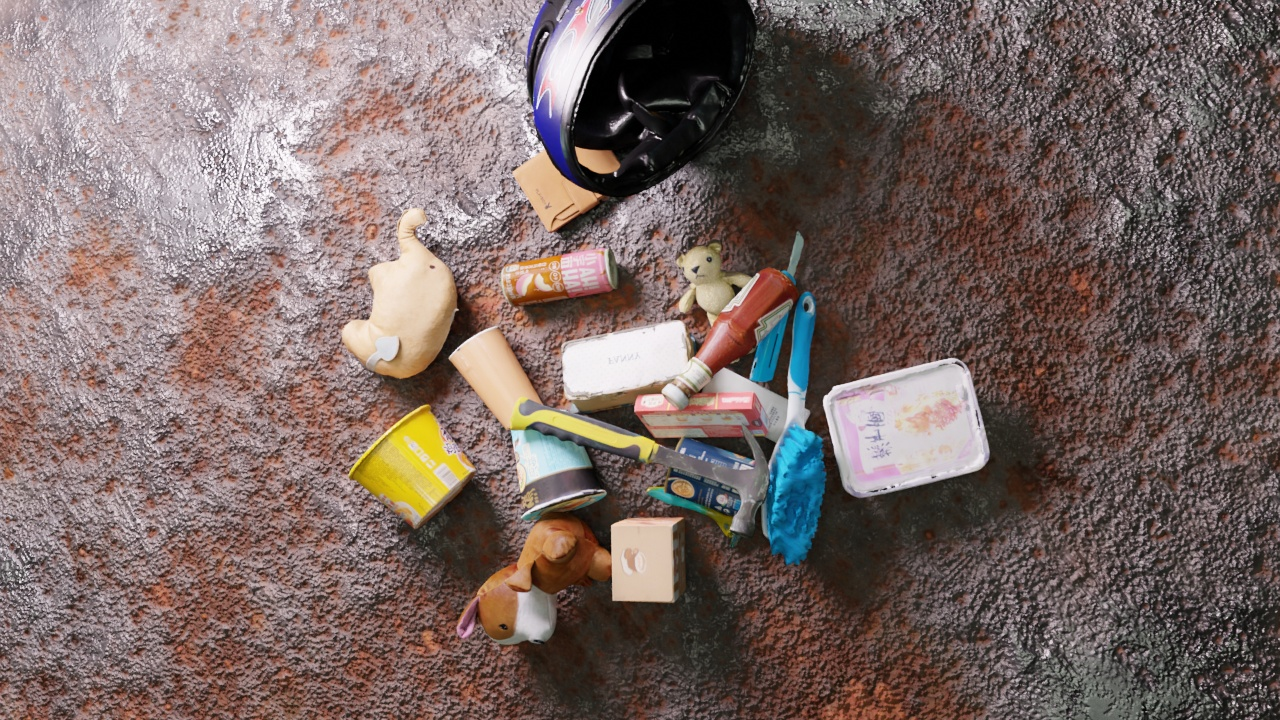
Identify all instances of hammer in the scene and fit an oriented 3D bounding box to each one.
[{"bbox_3d":[-0.002,0.104,1.105,0.323,0.032,0.126,17,74,12],"label":"hammer"}]

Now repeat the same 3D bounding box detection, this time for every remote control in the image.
[{"bbox_3d":[0.143,0.058,1.161,0.135,0.019,0.056,26,95,11],"label":"remote control"}]

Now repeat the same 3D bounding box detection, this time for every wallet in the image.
[{"bbox_3d":[-0.093,-0.246,1.228,0.132,0.031,0.108,-32,79,9],"label":"wallet"}]

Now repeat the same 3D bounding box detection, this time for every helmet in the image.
[{"bbox_3d":[-0.023,-0.357,1.110,0.315,0.247,0.240,-51,39,-4],"label":"helmet"}]

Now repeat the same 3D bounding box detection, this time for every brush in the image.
[{"bbox_3d":[0.188,0.079,1.099,0.060,0.109,0.315,7,101,-11],"label":"brush"}]

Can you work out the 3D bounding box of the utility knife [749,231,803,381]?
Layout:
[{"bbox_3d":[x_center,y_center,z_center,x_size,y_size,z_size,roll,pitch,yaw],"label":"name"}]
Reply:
[{"bbox_3d":[0.177,-0.067,1.160,0.018,0.034,0.198,12,86,52],"label":"utility knife"}]

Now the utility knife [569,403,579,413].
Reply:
[{"bbox_3d":[-0.014,0.043,1.197,0.170,0.015,0.033,-14,80,10],"label":"utility knife"}]

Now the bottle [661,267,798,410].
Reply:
[{"bbox_3d":[0.105,-0.024,1.105,0.060,0.060,0.206,42,80,11],"label":"bottle"}]

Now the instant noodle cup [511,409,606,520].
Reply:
[{"bbox_3d":[-0.114,0.131,1.173,0.111,0.111,0.120,-21,74,9],"label":"instant noodle cup"}]

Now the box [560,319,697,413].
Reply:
[{"bbox_3d":[-0.007,0.007,1.167,0.184,0.060,0.089,-8,66,10],"label":"box"}]

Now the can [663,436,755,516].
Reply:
[{"bbox_3d":[0.094,0.147,1.138,0.111,0.075,0.075,18,90,12],"label":"can"}]

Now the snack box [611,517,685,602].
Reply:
[{"bbox_3d":[0.011,0.245,1.138,0.077,0.094,0.092,-2,86,12],"label":"snack box"}]

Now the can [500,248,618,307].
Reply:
[{"bbox_3d":[-0.106,-0.109,1.205,0.147,0.058,0.058,-9,84,11],"label":"can"}]

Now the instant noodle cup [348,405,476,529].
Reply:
[{"bbox_3d":[-0.289,0.143,1.193,0.110,0.138,0.138,45,95,2],"label":"instant noodle cup"}]

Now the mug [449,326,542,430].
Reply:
[{"bbox_3d":[-0.185,0.026,1.207,0.078,0.078,0.122,-35,86,7],"label":"mug"}]

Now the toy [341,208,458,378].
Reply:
[{"bbox_3d":[-0.310,-0.087,1.235,0.143,0.082,0.226,22,88,4],"label":"toy"}]

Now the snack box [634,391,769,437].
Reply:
[{"bbox_3d":[0.076,0.068,1.132,0.153,0.075,0.025,-3,58,23],"label":"snack box"}]

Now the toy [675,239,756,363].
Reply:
[{"bbox_3d":[0.097,-0.072,1.159,0.105,0.066,0.157,-21,97,24],"label":"toy"}]

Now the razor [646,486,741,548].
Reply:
[{"bbox_3d":[0.069,0.190,1.164,0.132,0.028,0.043,24,121,9],"label":"razor"}]

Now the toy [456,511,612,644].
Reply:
[{"bbox_3d":[-0.128,0.287,1.142,0.200,0.140,0.130,-41,46,12],"label":"toy"}]

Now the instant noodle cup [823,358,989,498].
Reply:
[{"bbox_3d":[0.312,0.079,1.096,0.173,0.060,0.138,-14,92,5],"label":"instant noodle cup"}]
